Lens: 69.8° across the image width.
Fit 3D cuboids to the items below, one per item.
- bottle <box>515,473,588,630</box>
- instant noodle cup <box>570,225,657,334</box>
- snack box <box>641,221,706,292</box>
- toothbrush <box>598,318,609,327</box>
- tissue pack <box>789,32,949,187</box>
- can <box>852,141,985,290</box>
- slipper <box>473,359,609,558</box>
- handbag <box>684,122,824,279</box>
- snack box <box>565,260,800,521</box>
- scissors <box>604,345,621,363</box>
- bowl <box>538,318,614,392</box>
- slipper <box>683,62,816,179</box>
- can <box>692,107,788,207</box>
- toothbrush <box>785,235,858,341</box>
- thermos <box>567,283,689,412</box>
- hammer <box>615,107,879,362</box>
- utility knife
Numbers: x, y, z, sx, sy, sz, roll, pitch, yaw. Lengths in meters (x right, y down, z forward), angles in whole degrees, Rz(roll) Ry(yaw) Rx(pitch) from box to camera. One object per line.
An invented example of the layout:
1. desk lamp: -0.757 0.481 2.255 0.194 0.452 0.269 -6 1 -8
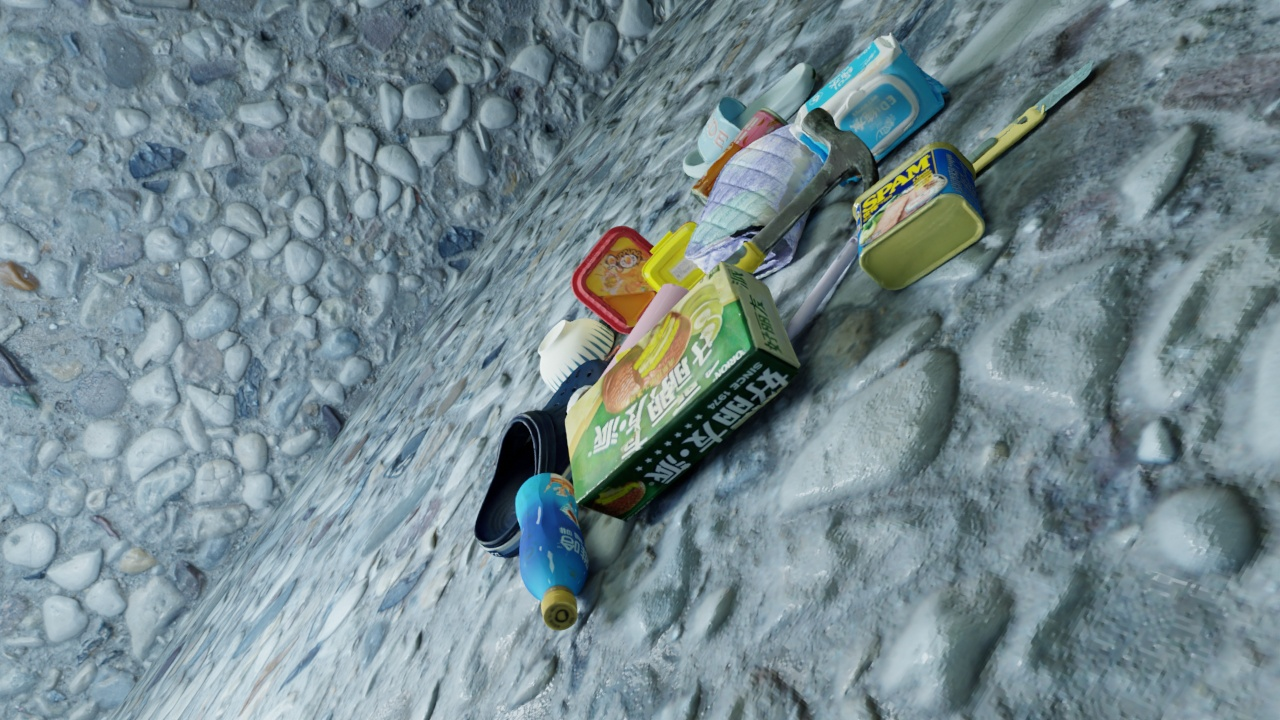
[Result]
1. bottle: -0.084 0.179 0.868 0.065 0.065 0.218 -47 19 9
2. instant noodle cup: -0.026 -0.104 1.219 0.116 0.116 0.124 -52 8 -5
3. snack box: 0.053 -0.120 1.107 0.091 0.082 0.080 -45 10 13
4. toothbrush: 0.002 -0.114 1.300 0.191 0.018 0.016 -49 19 3
5. tissue pack: 0.232 -0.253 0.935 0.140 0.090 0.063 -40 21 26
6. can: 0.225 -0.116 0.747 0.102 0.057 0.083 -37 25 34
7. slipper: -0.114 0.097 1.028 0.105 0.095 0.252 15 69 49
8. handbag: 0.136 -0.173 1.027 0.134 0.075 0.193 -21 35 46
9. snack box: 0.029 0.032 0.829 0.241 0.063 0.114 -44 38 29
10. scissors: -0.083 0.052 1.167 0.196 0.015 0.206 -51 5 -30
11. bowl: -0.097 -0.013 1.259 0.117 0.066 0.116 -43 20 19
12. slipper: 0.147 -0.352 1.336 0.246 0.074 0.103 -35 25 34
13. can: 0.135 -0.262 1.219 0.147 0.058 0.058 -50 19 2
14. toothbrush: 0.150 -0.041 0.832 0.029 0.021 0.189 28 74 32
15. thermos: -0.006 0.006 0.989 0.067 0.087 0.198 14 63 49
16. hammer: 0.101 -0.094 0.904 0.324 0.032 0.126 -45 59 12
17. utility knife: 0.296 -0.177 0.774 0.199 0.021 0.030 -36 29 24
